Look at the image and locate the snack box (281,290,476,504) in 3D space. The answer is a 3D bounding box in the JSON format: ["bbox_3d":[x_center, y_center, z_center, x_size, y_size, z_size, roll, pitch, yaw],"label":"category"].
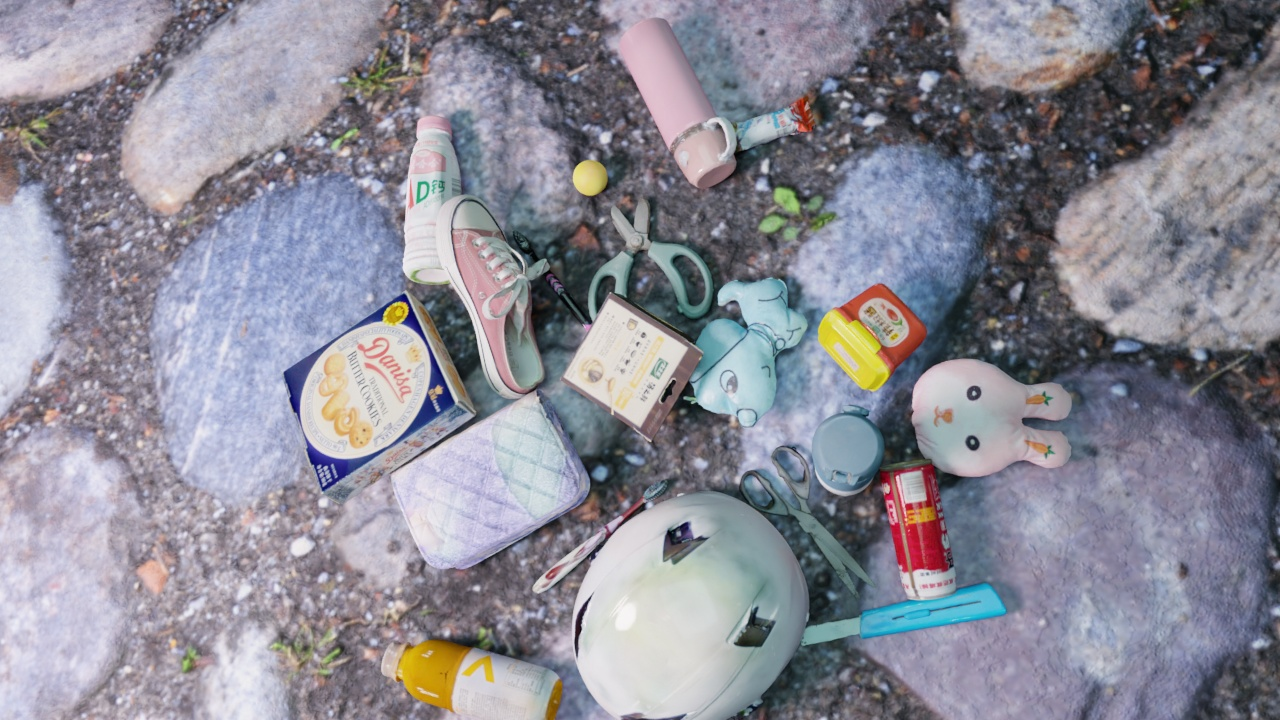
[{"bbox_3d":[-0.296,0.037,1.025,0.182,0.046,0.178,-34,57,2],"label":"snack box"}]

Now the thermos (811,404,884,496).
[{"bbox_3d":[0.196,0.090,0.868,0.070,0.220,0.070,-2,78,11],"label":"thermos"}]

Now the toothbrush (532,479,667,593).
[{"bbox_3d":[-0.044,0.190,0.992,0.187,0.017,0.016,-40,75,0],"label":"toothbrush"}]

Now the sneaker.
[{"bbox_3d":[-0.151,-0.080,1.013,0.088,0.118,0.241,-26,79,43],"label":"sneaker"}]

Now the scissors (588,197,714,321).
[{"bbox_3d":[0.019,-0.103,1.040,0.176,0.019,0.174,8,80,12],"label":"scissors"}]

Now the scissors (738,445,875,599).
[{"bbox_3d":[0.172,0.174,0.964,0.151,0.014,0.170,-2,83,10],"label":"scissors"}]

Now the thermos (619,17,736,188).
[{"bbox_3d":[0.047,-0.296,1.039,0.067,0.087,0.198,-15,72,-31],"label":"thermos"}]

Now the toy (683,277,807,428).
[{"bbox_3d":[0.109,-0.009,0.990,0.156,0.050,0.161,-28,67,4],"label":"toy"}]

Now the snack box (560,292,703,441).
[{"bbox_3d":[-0.006,0.006,0.992,0.125,0.053,0.113,33,100,12],"label":"snack box"}]

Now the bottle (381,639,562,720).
[{"bbox_3d":[-0.178,0.336,0.960,0.190,0.068,0.068,12,81,12],"label":"bottle"}]

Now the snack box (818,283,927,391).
[{"bbox_3d":[0.243,-0.026,0.960,0.080,0.082,0.091,-38,76,-13],"label":"snack box"}]

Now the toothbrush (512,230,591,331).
[{"bbox_3d":[-0.092,-0.080,1.055,0.014,0.018,0.189,-38,77,-2],"label":"toothbrush"}]

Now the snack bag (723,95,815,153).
[{"bbox_3d":[0.146,-0.267,1.046,0.104,0.026,0.048,-14,65,6],"label":"snack bag"}]

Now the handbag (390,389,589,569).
[{"bbox_3d":[-0.161,0.133,0.995,0.194,0.075,0.134,-28,76,2],"label":"handbag"}]

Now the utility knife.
[{"bbox_3d":[0.262,0.261,0.928,0.205,0.018,0.034,-14,78,8],"label":"utility knife"}]

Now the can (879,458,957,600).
[{"bbox_3d":[0.278,0.168,0.917,0.053,0.053,0.132,-11,85,7],"label":"can"}]

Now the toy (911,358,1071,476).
[{"bbox_3d":[0.358,0.059,0.934,0.159,0.054,0.121,2,80,5],"label":"toy"}]

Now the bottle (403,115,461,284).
[{"bbox_3d":[-0.244,-0.191,1.078,0.068,0.068,0.196,-6,75,8],"label":"bottle"}]

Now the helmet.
[{"bbox_3d":[0.039,0.254,0.900,0.258,0.146,0.229,-41,75,0],"label":"helmet"}]

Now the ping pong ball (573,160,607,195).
[{"bbox_3d":[-0.058,-0.211,1.062,0.040,0.040,0.040,-2,79,9],"label":"ping pong ball"}]
